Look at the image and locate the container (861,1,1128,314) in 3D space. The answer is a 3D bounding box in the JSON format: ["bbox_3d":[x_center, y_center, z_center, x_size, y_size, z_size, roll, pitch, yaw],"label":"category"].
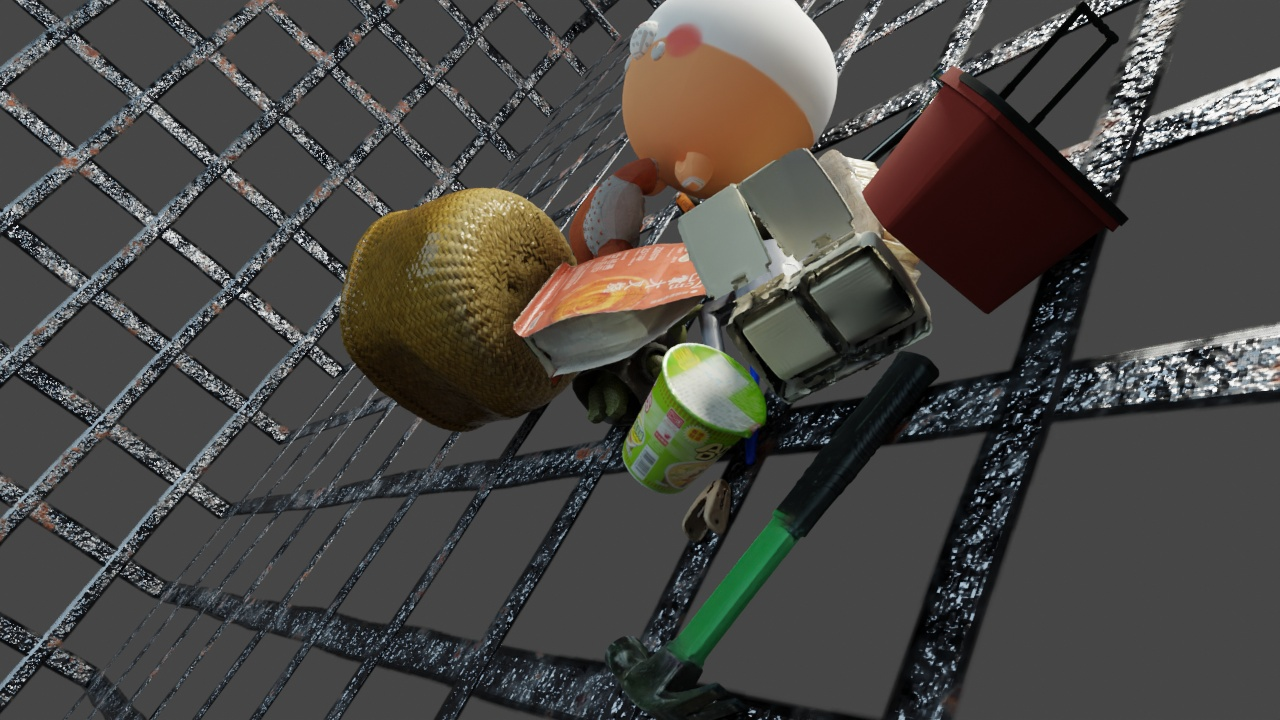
[{"bbox_3d":[0.274,-0.151,0.653,0.201,0.148,0.126,-48,18,22],"label":"container"}]

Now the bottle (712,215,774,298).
[{"bbox_3d":[0.139,-0.147,1.038,0.185,0.045,0.045,-43,21,8],"label":"bottle"}]

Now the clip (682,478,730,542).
[{"bbox_3d":[0.053,0.124,0.749,0.041,0.024,0.060,-31,17,29],"label":"clip"}]

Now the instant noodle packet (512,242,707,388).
[{"bbox_3d":[0.000,-0.075,0.940,0.221,0.084,0.164,-21,22,29],"label":"instant noodle packet"}]

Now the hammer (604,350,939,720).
[{"bbox_3d":[0.104,0.119,0.649,0.318,0.032,0.130,-49,20,-9],"label":"hammer"}]

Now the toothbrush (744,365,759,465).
[{"bbox_3d":[0.106,0.028,0.828,0.018,0.016,0.182,0,39,11],"label":"toothbrush"}]

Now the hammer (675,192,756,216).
[{"bbox_3d":[0.077,-0.170,1.217,0.138,0.035,0.314,-44,20,10],"label":"hammer"}]

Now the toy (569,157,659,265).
[{"bbox_3d":[-0.034,-0.162,1.138,0.173,0.092,0.163,172,107,-70],"label":"toy"}]

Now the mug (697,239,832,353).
[{"bbox_3d":[0.111,-0.043,0.841,0.124,0.084,0.103,-27,28,14],"label":"mug"}]

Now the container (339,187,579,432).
[{"bbox_3d":[-0.210,-0.075,1.203,0.197,0.307,0.306,-16,34,32],"label":"container"}]

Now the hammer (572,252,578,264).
[{"bbox_3d":[-0.148,-0.098,1.428,0.332,0.118,0.025,-51,23,-26],"label":"hammer"}]

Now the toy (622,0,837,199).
[{"bbox_3d":[0.098,-0.330,1.150,0.280,0.265,0.263,-60,25,-7],"label":"toy"}]

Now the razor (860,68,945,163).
[{"bbox_3d":[0.282,-0.247,0.989,0.144,0.022,0.042,-43,61,20],"label":"razor"}]

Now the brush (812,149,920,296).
[{"bbox_3d":[0.197,-0.128,0.853,0.270,0.056,0.083,-89,23,-62],"label":"brush"}]

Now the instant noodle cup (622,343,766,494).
[{"bbox_3d":[0.038,0.056,0.785,0.108,0.099,0.098,-55,12,37],"label":"instant noodle cup"}]

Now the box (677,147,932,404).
[{"bbox_3d":[0.126,-0.067,0.731,0.144,0.184,0.050,-29,20,29],"label":"box"}]

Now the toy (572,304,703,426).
[{"bbox_3d":[-0.006,0.005,0.993,0.180,0.078,0.152,-18,27,51],"label":"toy"}]
